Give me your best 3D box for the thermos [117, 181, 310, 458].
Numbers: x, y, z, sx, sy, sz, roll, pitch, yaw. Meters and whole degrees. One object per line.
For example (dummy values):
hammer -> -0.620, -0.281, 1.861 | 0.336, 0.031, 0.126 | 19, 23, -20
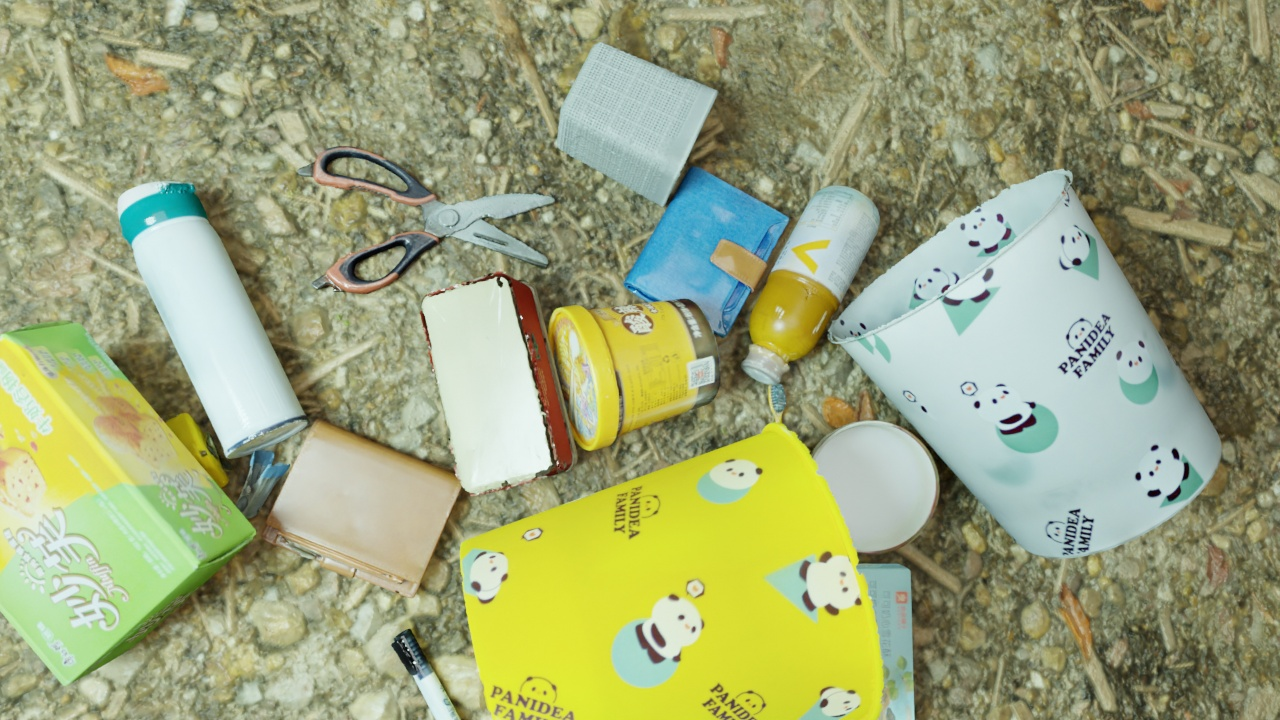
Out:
thermos -> -0.343, -0.036, 0.726 | 0.073, 0.073, 0.224 | -26, 86, -14

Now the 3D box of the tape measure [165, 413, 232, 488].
tape measure -> -0.340, 0.075, 0.712 | 0.028, 0.057, 0.060 | -30, 47, -17

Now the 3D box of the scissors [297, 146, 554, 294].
scissors -> -0.189, -0.122, 0.794 | 0.226, 0.015, 0.189 | -36, 89, -15

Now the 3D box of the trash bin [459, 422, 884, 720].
trash bin -> 0.013, 0.189, 0.683 | 0.255, 0.230, 0.229 | -14, 84, -8

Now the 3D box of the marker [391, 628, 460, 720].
marker -> -0.161, 0.276, 0.732 | 0.022, 0.018, 0.130 | -23, 83, -57

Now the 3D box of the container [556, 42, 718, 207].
container -> -0.007, -0.209, 0.805 | 0.114, 0.090, 0.090 | 26, 77, -3

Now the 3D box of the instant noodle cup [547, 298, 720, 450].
instant noodle cup -> -0.005, 0.004, 0.760 | 0.114, 0.119, 0.118 | -13, 83, -20

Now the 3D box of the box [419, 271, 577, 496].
box -> -0.118, 0.019, 0.738 | 0.091, 0.080, 0.168 | -16, 83, 11

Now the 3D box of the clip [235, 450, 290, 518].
clip -> -0.304, 0.100, 0.729 | 0.045, 0.027, 0.058 | 28, 97, 20

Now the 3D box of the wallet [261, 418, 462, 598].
wallet -> -0.222, 0.120, 0.740 | 0.132, 0.031, 0.107 | 22, 76, -5

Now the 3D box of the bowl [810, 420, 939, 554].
bowl -> 0.194, 0.107, 0.799 | 0.113, 0.062, 0.113 | 0, 89, -1

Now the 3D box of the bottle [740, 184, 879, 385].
bottle -> 0.148, -0.066, 0.820 | 0.068, 0.068, 0.189 | 31, 77, -5

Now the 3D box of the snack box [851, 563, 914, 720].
snack box -> 0.189, 0.261, 0.784 | 0.074, 0.052, 0.174 | 2, 81, -9

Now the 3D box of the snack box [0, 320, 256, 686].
snack box -> -0.407, 0.100, 0.657 | 0.158, 0.070, 0.210 | -40, 90, 15

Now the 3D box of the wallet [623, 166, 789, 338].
wallet -> 0.060, -0.097, 0.826 | 0.106, 0.040, 0.133 | 30, 78, 0

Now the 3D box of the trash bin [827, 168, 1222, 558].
trash bin -> 0.326, 0.010, 0.770 | 0.229, 0.230, 0.252 | -40, 95, -14

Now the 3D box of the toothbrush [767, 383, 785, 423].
toothbrush -> 0.132, 0.111, 0.814 | 0.016, 0.018, 0.191 | -5, 82, -10
